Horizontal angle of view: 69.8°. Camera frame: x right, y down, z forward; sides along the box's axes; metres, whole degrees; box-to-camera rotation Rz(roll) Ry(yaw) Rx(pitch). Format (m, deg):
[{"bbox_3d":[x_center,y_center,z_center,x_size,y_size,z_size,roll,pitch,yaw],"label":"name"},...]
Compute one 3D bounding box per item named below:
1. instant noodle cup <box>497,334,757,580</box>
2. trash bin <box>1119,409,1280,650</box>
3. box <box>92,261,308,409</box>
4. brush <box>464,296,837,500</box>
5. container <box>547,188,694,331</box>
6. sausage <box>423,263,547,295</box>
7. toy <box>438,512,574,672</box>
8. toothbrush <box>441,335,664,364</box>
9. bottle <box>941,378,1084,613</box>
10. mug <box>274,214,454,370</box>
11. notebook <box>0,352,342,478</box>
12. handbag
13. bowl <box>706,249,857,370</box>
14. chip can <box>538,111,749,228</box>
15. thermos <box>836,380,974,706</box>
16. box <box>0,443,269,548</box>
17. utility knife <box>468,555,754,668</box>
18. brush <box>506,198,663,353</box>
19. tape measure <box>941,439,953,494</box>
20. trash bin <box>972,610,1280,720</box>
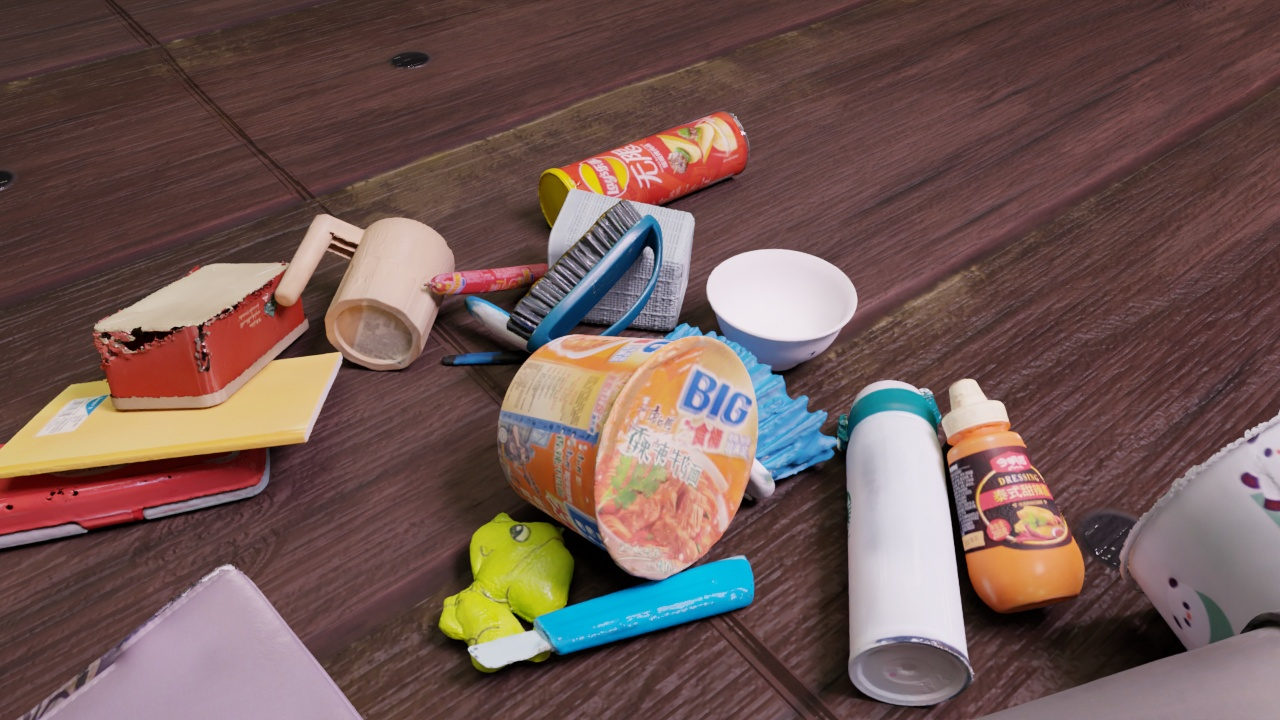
[{"bbox_3d":[-0.012,0.051,0.591,0.112,0.151,0.151,14,40,42],"label":"instant noodle cup"},{"bbox_3d":[0.401,0.160,0.425,0.229,0.230,0.251,-7,48,-9],"label":"trash bin"},{"bbox_3d":[-0.330,-0.032,0.698,0.091,0.077,0.168,-1,22,5],"label":"box"},{"bbox_3d":[-0.004,0.004,0.706,0.109,0.061,0.314,-39,56,-21],"label":"brush"},{"bbox_3d":[-0.015,-0.084,0.789,0.111,0.090,0.089,9,43,5],"label":"container"},{"bbox_3d":[-0.123,-0.069,0.783,0.020,0.020,0.155,29,25,29],"label":"sausage"},{"bbox_3d":[-0.079,0.143,0.574,0.097,0.031,0.099,38,56,25],"label":"toy"},{"bbox_3d":[-0.069,-0.007,0.756,0.189,0.016,0.014,-3,46,-2],"label":"toothbrush"},{"bbox_3d":[0.228,0.081,0.585,0.066,0.067,0.149,-7,67,-8],"label":"bottle"},{"bbox_3d":[-0.224,-0.062,0.753,0.124,0.084,0.103,23,41,-15],"label":"mug"},{"bbox_3d":[-0.328,0.035,0.652,0.206,0.010,0.145,-7,23,-6],"label":"notebook"},{"bbox_3d":[-0.199,0.219,0.439,0.144,0.099,0.197,-31,51,-33],"label":"handbag"},{"bbox_3d":[0.111,-0.031,0.744,0.118,0.065,0.118,0,41,0],"label":"bowl"},{"bbox_3d":[0.008,-0.186,0.915,0.216,0.073,0.073,-25,47,-26],"label":"chip can"},{"bbox_3d":[0.164,0.104,0.594,0.073,0.073,0.223,6,42,6],"label":"thermos"},{"bbox_3d":[-0.367,0.079,0.645,0.201,0.048,0.086,-11,40,-13],"label":"box"},{"bbox_3d":[-0.012,0.154,0.556,0.185,0.018,0.034,-10,46,-22],"label":"utility knife"},{"bbox_3d":[-0.032,-0.055,0.693,0.073,0.055,0.143,40,73,9],"label":"brush"},{"bbox_3d":[0.239,0.074,0.646,0.057,0.039,0.057,-22,53,-32],"label":"tape measure"},{"bbox_3d":[0.184,0.237,0.360,0.220,0.199,0.198,-10,41,-2],"label":"trash bin"}]
